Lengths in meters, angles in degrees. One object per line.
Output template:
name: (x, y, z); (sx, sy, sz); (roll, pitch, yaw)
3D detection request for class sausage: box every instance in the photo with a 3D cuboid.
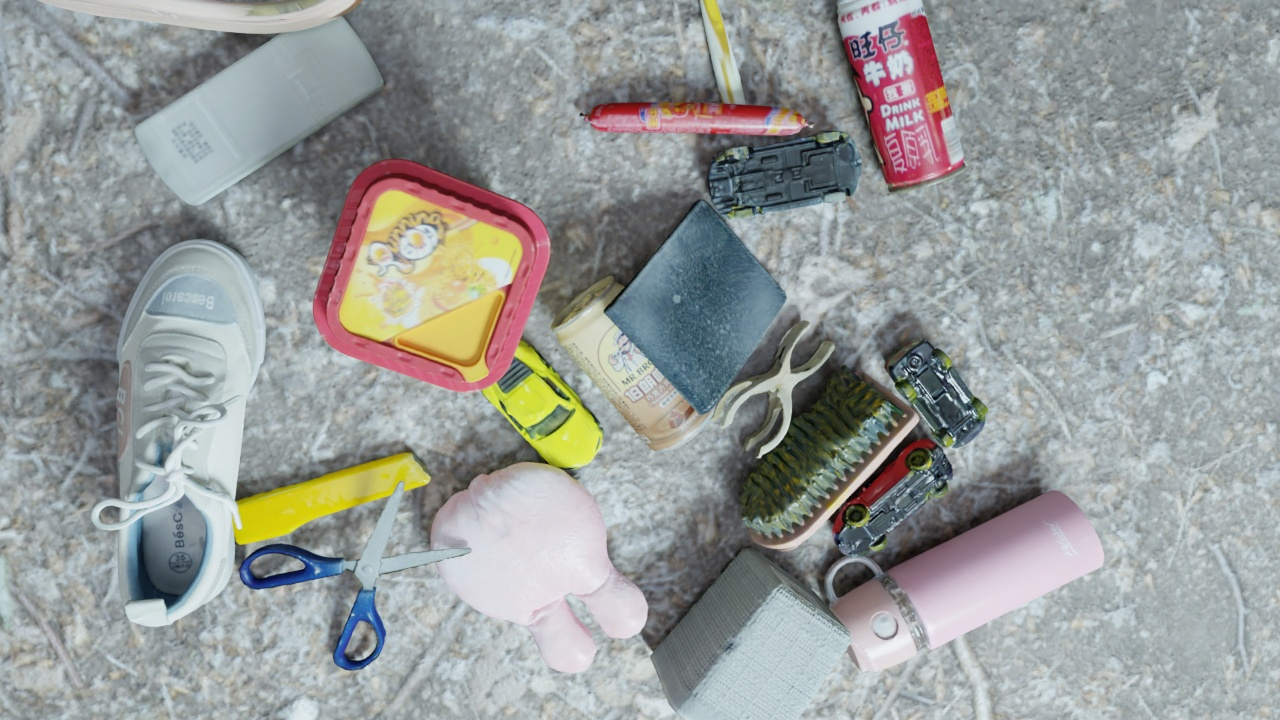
sausage: (0.038, -0.160, 0.605); (0.156, 0.020, 0.020); (1, 103, -2)

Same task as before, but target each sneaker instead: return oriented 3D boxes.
sneaker: (-0.289, 0.045, 0.567); (0.089, 0.091, 0.242); (5, 93, -9)

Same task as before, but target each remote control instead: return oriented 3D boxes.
remote control: (-0.236, -0.158, 0.572); (0.150, 0.021, 0.058); (-32, 104, 0)

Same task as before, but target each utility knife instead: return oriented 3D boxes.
utility knife: (-0.221, 0.096, 0.635); (0.153, 0.015, 0.033); (-16, 104, -5)

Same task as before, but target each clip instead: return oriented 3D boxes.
clip: (0.104, 0.030, 0.660); (0.104, 0.035, 0.084); (-34, 102, -8)

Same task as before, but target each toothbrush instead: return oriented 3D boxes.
toothbrush: (0.043, -0.244, 0.595); (0.016, 0.018, 0.191); (-17, 105, -3)

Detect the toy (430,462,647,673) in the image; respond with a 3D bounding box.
toy: (-0.071, 0.146, 0.647); (0.121, 0.054, 0.159); (-35, 100, 7)

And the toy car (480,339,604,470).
toy car: (-0.068, 0.034, 0.635); (0.048, 0.032, 0.105); (-40, 107, 1)

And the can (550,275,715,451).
can: (-0.004, 0.004, 0.624); (0.058, 0.058, 0.116); (-40, 105, 2)

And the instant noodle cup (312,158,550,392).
instant noodle cup: (-0.124, -0.055, 0.559); (0.116, 0.123, 0.116); (19, 99, -12)

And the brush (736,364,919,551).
brush: (0.133, 0.079, 0.663); (0.146, 0.063, 0.073); (-51, 134, 6)

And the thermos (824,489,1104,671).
thermos: (0.238, 0.160, 0.697); (0.198, 0.067, 0.087); (-24, 74, -1)

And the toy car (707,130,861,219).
toy car: (0.097, -0.126, 0.623); (0.105, 0.031, 0.049); (-10, 106, -5)

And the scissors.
scissors: (-0.198, 0.151, 0.634); (0.162, 0.012, 0.175); (8, 115, 3)

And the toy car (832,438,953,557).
toy car: (0.185, 0.103, 0.684); (0.106, 0.031, 0.049); (-43, 130, 0)

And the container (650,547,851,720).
container: (0.082, 0.211, 0.670); (0.090, 0.090, 0.114); (37, 92, -15)

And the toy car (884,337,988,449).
toy car: (0.217, 0.025, 0.673); (0.042, 0.035, 0.090); (-41, 105, 3)

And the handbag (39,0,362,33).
handbag: (-0.253, -0.277, 0.511); (0.234, 0.093, 0.193); (16, 99, -15)

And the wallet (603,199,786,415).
wallet: (0.041, -0.038, 0.613); (0.097, 0.019, 0.120); (47, 59, -16)

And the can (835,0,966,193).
can: (0.173, -0.183, 0.609); (0.053, 0.053, 0.133); (-22, 105, -3)
